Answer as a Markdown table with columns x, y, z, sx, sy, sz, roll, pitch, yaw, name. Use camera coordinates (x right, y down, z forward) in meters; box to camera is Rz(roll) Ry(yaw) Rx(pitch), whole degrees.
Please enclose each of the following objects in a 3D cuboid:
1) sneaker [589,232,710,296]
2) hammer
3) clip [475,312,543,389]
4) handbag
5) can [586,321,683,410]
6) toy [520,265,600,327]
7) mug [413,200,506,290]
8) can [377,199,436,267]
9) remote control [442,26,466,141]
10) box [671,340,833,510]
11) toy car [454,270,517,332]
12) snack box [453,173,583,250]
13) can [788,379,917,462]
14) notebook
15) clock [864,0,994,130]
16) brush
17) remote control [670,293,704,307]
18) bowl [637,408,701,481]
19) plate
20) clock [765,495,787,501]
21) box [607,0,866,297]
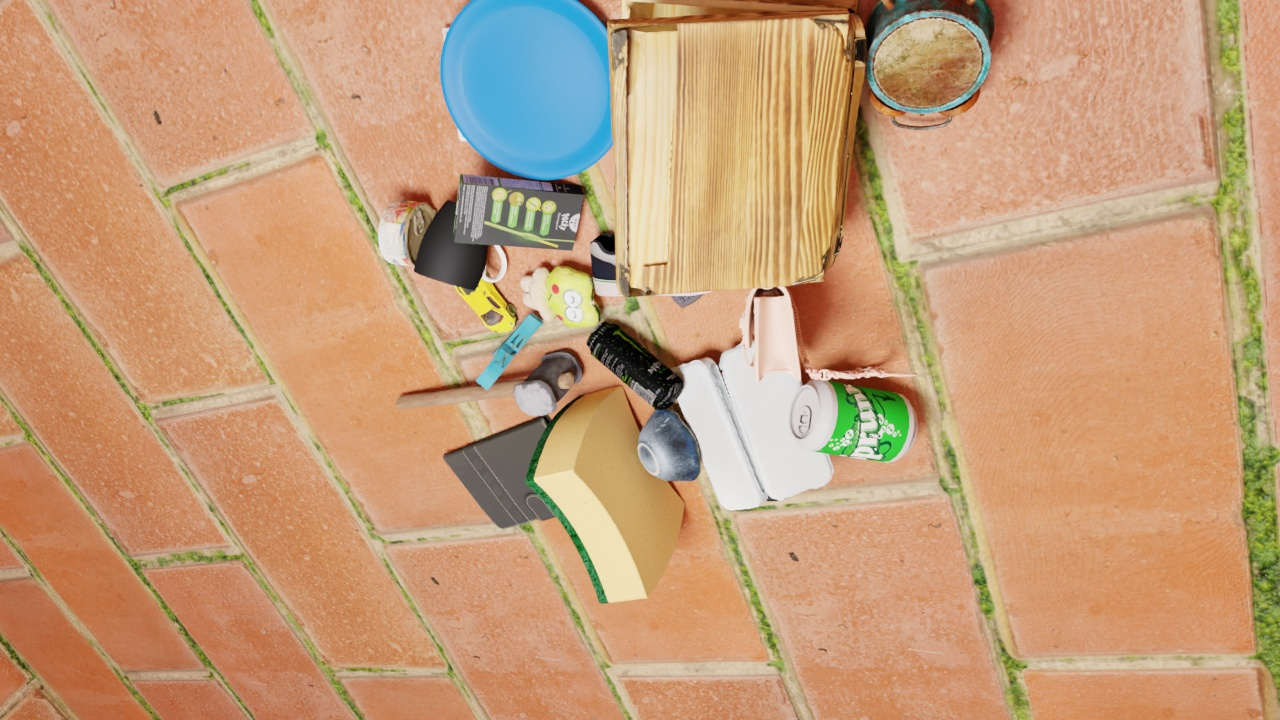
| x | y | z | sx | sy | sz | roll | pitch | yaw | name |
| --- | --- | --- | --- | --- | --- | --- | --- | --- | --- |
| 0.040 | -0.127 | 1.093 | 0.236 | 0.084 | 0.079 | -1 | 114 | 30 | sneaker |
| -0.232 | 0.046 | 1.318 | 0.329 | 0.097 | 0.052 | -8 | 117 | 32 | hammer |
| -0.184 | -0.013 | 1.271 | 0.033 | 0.119 | 0.121 | 39 | 82 | -8 | clip |
| 0.209 | -0.038 | 1.059 | 0.187 | 0.198 | 0.116 | -3 | 91 | 8 | handbag |
| -0.007 | 0.007 | 1.201 | 0.137 | 0.053 | 0.054 | 40 | 128 | 14 | can |
| -0.107 | -0.084 | 1.204 | 0.115 | 0.046 | 0.092 | 9 | 131 | 24 | toy |
| -0.223 | -0.147 | 1.187 | 0.118 | 0.085 | 0.100 | 14 | 96 | -34 | mug |
| -0.302 | -0.166 | 1.197 | 0.043 | 0.086 | 0.086 | 10 | 124 | 14 | can |
| -0.203 | -0.329 | 1.100 | 0.050 | 0.011 | 0.136 | 7 | 124 | 16 | remote control |
| 0.135 | 0.085 | 1.180 | 0.186 | 0.084 | 0.210 | -18 | 93 | 34 | box |
| -0.211 | -0.080 | 1.255 | 0.049 | 0.030 | 0.107 | -28 | 110 | 31 | toy car |
| -0.150 | -0.180 | 1.124 | 0.147 | 0.025 | 0.080 | 2 | 128 | -18 | snack box |
| 0.258 | 0.074 | 1.118 | 0.139 | 0.087 | 0.088 | 10 | 130 | -20 | can |
| -0.182 | 0.180 | 1.417 | 0.210 | 0.029 | 0.169 | -21 | 112 | 32 | notebook |
| 0.282 | -0.296 | 0.904 | 0.121 | 0.073 | 0.158 | 4 | 142 | 15 | clock |
| -0.041 | 0.182 | 1.258 | 0.075 | 0.194 | 0.250 | -15 | 115 | 28 | brush |
| 0.084 | -0.108 | 1.138 | 0.125 | 0.009 | 0.046 | -30 | 108 | 33 | remote control |
| 0.031 | 0.123 | 1.251 | 0.110 | 0.055 | 0.111 | 44 | 148 | 37 | bowl |
| -0.122 | -0.320 | 1.062 | 0.224 | 0.024 | 0.225 | 7 | 124 | 10 | plate |
| 0.170 | 0.133 | 1.244 | 0.091 | 0.042 | 0.121 | -16 | 115 | 28 | clock |
| 0.099 | -0.221 | 0.936 | 0.259 | 0.220 | 0.280 | 9 | 122 | 13 | box |
